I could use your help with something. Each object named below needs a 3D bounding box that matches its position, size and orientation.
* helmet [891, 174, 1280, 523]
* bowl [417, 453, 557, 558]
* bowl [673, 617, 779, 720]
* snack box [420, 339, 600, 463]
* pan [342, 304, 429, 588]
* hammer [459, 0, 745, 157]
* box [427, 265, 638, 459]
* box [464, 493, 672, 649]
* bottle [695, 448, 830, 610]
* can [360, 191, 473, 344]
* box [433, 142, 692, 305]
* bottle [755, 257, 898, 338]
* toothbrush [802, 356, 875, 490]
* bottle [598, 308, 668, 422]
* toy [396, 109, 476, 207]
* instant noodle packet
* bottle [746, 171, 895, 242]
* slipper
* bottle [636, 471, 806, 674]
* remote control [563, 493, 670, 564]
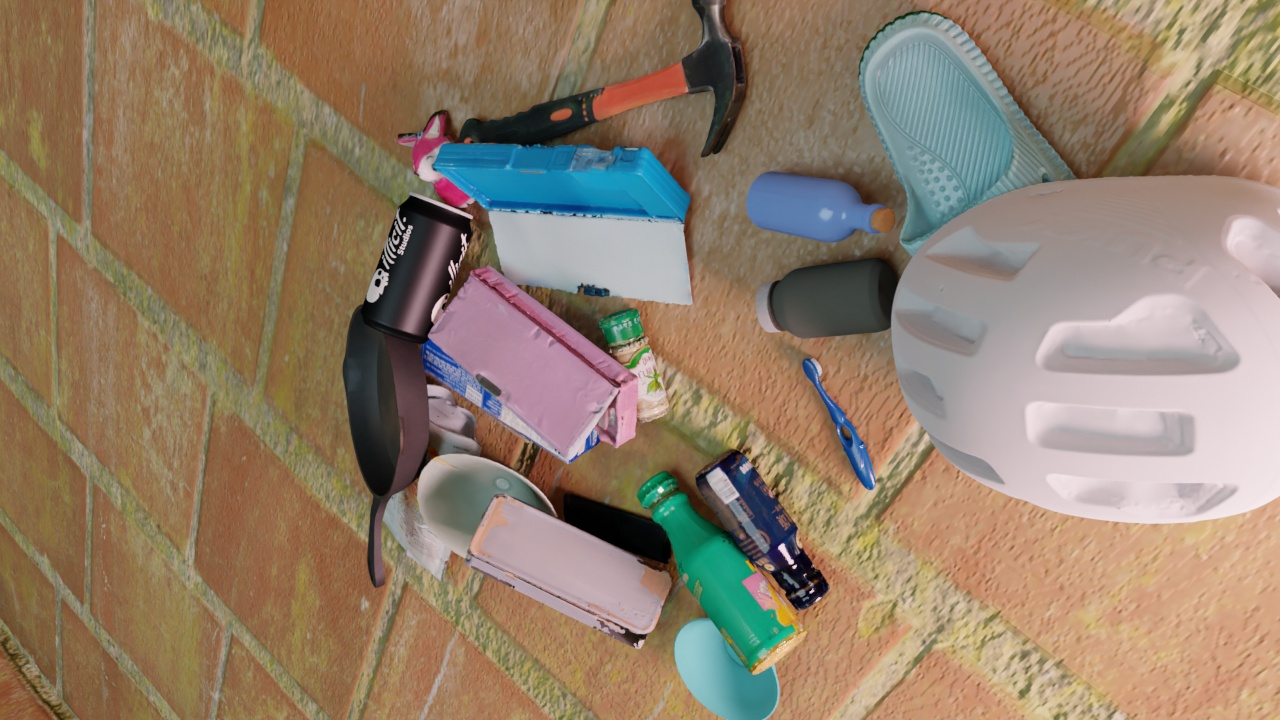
[{"bbox_3d":[0.297,-0.004,0.598,0.283,0.183,0.224,13,119,40],"label":"helmet"},{"bbox_3d":[-0.165,0.157,1.056,0.174,0.067,0.174,9,125,12],"label":"bowl"},{"bbox_3d":[0.098,0.309,0.948,0.121,0.046,0.121,14,116,31],"label":"bowl"},{"bbox_3d":[-0.143,0.027,1.001,0.226,0.059,0.060,30,126,24],"label":"snack box"},{"bbox_3d":[-0.304,0.109,1.099,0.249,0.043,0.356,30,120,54],"label":"pan"},{"bbox_3d":[-0.051,-0.232,0.847,0.334,0.033,0.133,-4,107,38],"label":"hammer"},{"bbox_3d":[-0.115,0.006,0.914,0.232,0.098,0.100,38,144,29],"label":"box"},{"bbox_3d":[-0.076,0.222,0.993,0.216,0.094,0.108,25,103,2],"label":"box"},{"bbox_3d":[0.116,0.160,0.867,0.056,0.056,0.161,-40,83,39],"label":"bottle"},{"bbox_3d":[-0.236,-0.097,0.971,0.080,0.080,0.146,23,94,27],"label":"can"},{"bbox_3d":[-0.064,-0.142,0.883,0.244,0.063,0.174,10,143,33],"label":"box"},{"bbox_3d":[0.152,-0.049,0.753,0.109,0.060,0.060,-5,106,37],"label":"bottle"},{"bbox_3d":[0.176,0.055,0.809,0.021,0.016,0.132,-24,96,40],"label":"toothbrush"},{"bbox_3d":[-0.005,0.005,0.902,0.043,0.042,0.110,-12,102,39],"label":"bottle"},{"bbox_3d":[-0.214,-0.205,0.965,0.066,0.050,0.102,-26,98,35],"label":"toy"},{"bbox_3d":[-0.271,0.154,1.149,0.147,0.057,0.270,43,130,23],"label":"instant noodle packet"},{"bbox_3d":[0.142,-0.117,0.712,0.131,0.048,0.048,24,124,52],"label":"bottle"},{"bbox_3d":[0.240,-0.122,0.656,0.116,0.069,0.276,-31,88,37],"label":"slipper"},{"bbox_3d":[0.071,0.200,0.896,0.209,0.068,0.068,51,130,24],"label":"bottle"},{"bbox_3d":[-0.029,0.185,1.007,0.141,0.021,0.045,13,114,33],"label":"remote control"}]
